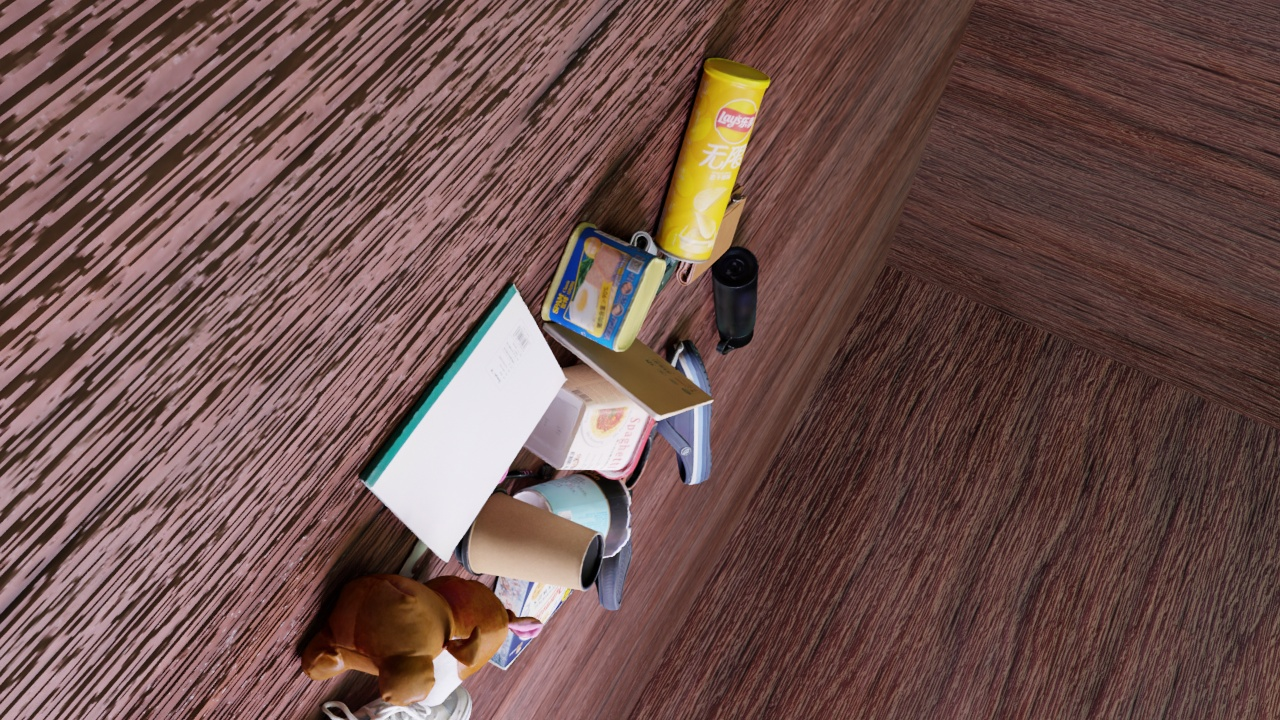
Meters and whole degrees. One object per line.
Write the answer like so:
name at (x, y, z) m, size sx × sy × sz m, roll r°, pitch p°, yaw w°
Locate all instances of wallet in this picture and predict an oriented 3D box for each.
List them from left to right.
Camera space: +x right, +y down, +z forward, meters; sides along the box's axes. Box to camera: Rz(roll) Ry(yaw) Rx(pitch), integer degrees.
wallet at (-0.018, -0.083, 0.966) m, size 0.106 × 0.037 × 0.129 m, roll -64°, pitch 179°, yaw 4°
wallet at (0.096, -0.169, 1.217) m, size 0.131 × 0.031 × 0.108 m, roll -45°, pitch 159°, yaw -49°

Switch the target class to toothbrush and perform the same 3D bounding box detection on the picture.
toothbrush at (-0.176, 0.132, 0.860) m, size 0.187 × 0.017 × 0.016 m, roll -61°, pitch 164°, yaw -12°
toothbrush at (-0.130, 0.121, 0.995) m, size 0.189 × 0.014 × 0.018 m, roll 20°, pitch 86°, yaw -73°

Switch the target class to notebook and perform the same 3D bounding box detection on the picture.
notebook at (-0.143, 0.055, 0.798) m, size 0.208 × 0.012 × 0.150 m, roll -57°, pitch 149°, yaw -24°
notebook at (-0.006, 0.006, 0.966) m, size 0.008 × 0.148 × 0.207 m, roll -55°, pitch 166°, yaw 13°

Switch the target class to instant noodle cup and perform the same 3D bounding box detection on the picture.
instant noodle cup at (-0.088, 0.179, 1.043) m, size 0.120 × 0.111 × 0.111 m, roll 1°, pitch 116°, yaw -52°
instant noodle cup at (-0.061, 0.059, 0.959) m, size 0.124 × 0.117 × 0.116 m, roll 1°, pitch 115°, yaw -59°

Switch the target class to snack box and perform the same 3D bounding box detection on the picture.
snack box at (-0.126, 0.272, 1.178) m, size 0.177 × 0.046 × 0.183 m, roll -39°, pitch 150°, yaw -58°

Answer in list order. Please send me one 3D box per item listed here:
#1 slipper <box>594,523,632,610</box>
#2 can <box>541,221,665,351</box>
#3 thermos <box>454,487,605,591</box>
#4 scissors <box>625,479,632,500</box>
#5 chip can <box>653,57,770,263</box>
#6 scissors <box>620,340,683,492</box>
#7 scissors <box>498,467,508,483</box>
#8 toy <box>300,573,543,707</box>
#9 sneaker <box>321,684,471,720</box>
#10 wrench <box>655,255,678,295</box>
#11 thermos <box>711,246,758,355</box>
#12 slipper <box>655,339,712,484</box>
slipper at (-0.057, 0.257, 1.305) m, size 0.267 × 0.083 × 0.111 m, roll -81°, pitch 171°, yaw -73°
can at (-0.034, -0.068, 0.872) m, size 0.102 × 0.083 × 0.057 m, roll -66°, pitch 164°, yaw 10°
thermos at (-0.114, 0.187, 0.938) m, size 0.093 × 0.143 × 0.093 m, roll 13°, pitch 89°, yaw -72°
scissors at (-0.031, 0.114, 1.204) m, size 0.220 × 0.022 × 0.232 m, roll -55°, pitch 146°, yaw -56°
chip can at (0.074, -0.216, 1.006) m, size 0.071 × 0.072 × 0.214 m, roll -38°, pitch 151°, yaw -56°
scissors at (0.009, 0.075, 1.203) m, size 0.222 × 0.015 × 0.189 m, roll -15°, pitch 115°, yaw -53°
scissors at (-0.159, 0.090, 0.823) m, size 0.134 × 0.017 × 0.133 m, roll -52°, pitch 148°, yaw -20°
toy at (-0.185, 0.244, 0.804) m, size 0.199 × 0.140 × 0.130 m, roll 10°, pitch 89°, yaw -68°
sneaker at (-0.247, 0.346, 0.863) m, size 0.241 × 0.089 × 0.091 m, roll -17°, pitch 127°, yaw -60°
wrench at (-0.014, -0.036, 1.105) m, size 0.273 × 0.016 × 0.056 m, roll -61°, pitch 162°, yaw -9°
thermos at (0.145, -0.081, 1.431) m, size 0.089 × 0.068 × 0.243 m, roll -63°, pitch 164°, yaw -18°
slipper at (0.055, 0.080, 1.375) m, size 0.105 × 0.095 × 0.253 m, roll -113°, pitch -166°, yaw -55°
